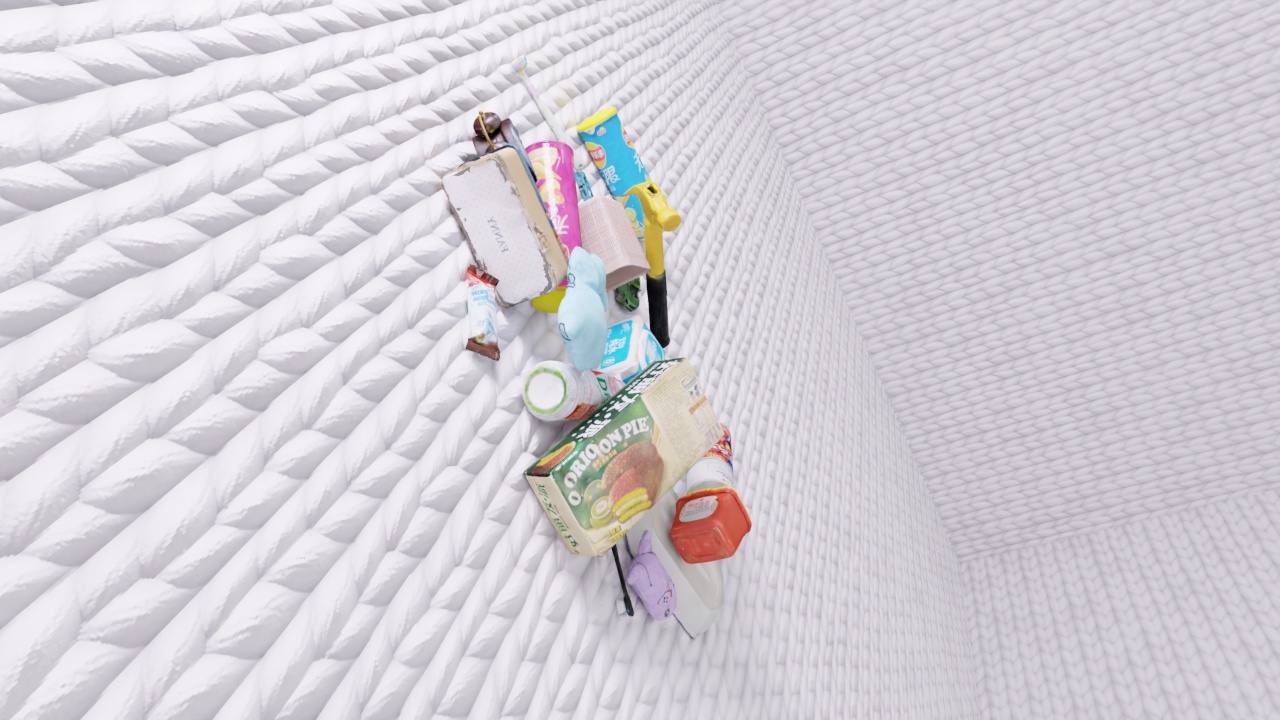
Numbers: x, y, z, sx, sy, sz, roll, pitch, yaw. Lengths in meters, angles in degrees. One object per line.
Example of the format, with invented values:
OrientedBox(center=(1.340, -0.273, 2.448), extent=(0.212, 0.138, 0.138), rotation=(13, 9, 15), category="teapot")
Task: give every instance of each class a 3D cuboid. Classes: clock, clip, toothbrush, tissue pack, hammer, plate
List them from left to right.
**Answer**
OrientedBox(center=(-0.166, -0.249, 1.098), extent=(0.122, 0.055, 0.082), rotation=(63, 4, -69), category="clock")
OrientedBox(center=(-0.134, -0.359, 1.354), extent=(0.020, 0.029, 0.189), rotation=(30, -23, 55), category="toothbrush")
OrientedBox(center=(-0.084, -0.261, 1.391), extent=(0.056, 0.014, 0.042), rotation=(67, 22, -5), category="clip")
OrientedBox(center=(-0.036, 0.217, 1.097), extent=(0.015, 0.018, 0.181), rotation=(34, 39, -63), category="toothbrush")
OrientedBox(center=(-0.008, 0.007, 1.274), extent=(0.090, 0.063, 0.139), rotation=(55, 27, -33), category="tissue pack")
OrientedBox(center=(0.022, -0.130, 1.331), extent=(0.301, 0.032, 0.128), rotation=(85, -21, -47), category="hammer")
OrientedBox(center=(0.051, 0.253, 1.238), extent=(0.266, 0.034, 0.161), rotation=(58, 25, -27), category="plate")

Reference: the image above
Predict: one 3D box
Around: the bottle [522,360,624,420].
OrientedBox(center=(-0.070, 0.038, 1.105), extent=(0.196, 0.068, 0.068), rotation=(8, 64, -68), category="bottle")

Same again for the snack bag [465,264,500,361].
OrientedBox(center=(-0.171, -0.051, 0.997), extent=(0.048, 0.026, 0.104), rotation=(26, 47, -43), category="snack bag")

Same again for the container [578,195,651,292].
OrientedBox(center=(-0.055, -0.162, 1.280), extent=(0.090, 0.090, 0.111), rotation=(0, 68, -66), category="container")

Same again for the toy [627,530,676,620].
OrientedBox(center=(0.016, 0.272, 1.131), extent=(0.108, 0.039, 0.083), rotation=(61, 32, -30), category="toy")

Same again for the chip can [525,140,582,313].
OrientedBox(center=(-0.109, -0.169, 1.155), extent=(0.071, 0.072, 0.210), rotation=(27, 52, -59), category="chip can")

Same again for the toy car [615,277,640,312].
OrientedBox(center=(-0.021, -0.118, 1.390), extent=(0.043, 0.036, 0.091), rotation=(23, 55, -62), category="toy car")

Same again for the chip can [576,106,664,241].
OrientedBox(center=(-0.023, -0.299, 1.487), extent=(0.210, 0.071, 0.071), rotation=(60, 24, -23), category="chip can")

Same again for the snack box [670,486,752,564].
OrientedBox(center=(0.088, 0.216, 1.193), extent=(0.082, 0.091, 0.079), rotation=(63, 30, -18), category="snack box")

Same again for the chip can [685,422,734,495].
OrientedBox(center=(0.101, 0.159, 1.341), extent=(0.071, 0.071, 0.214), rotation=(63, 12, -16), category="chip can")

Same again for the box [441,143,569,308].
OrientedBox(center=(-0.153, -0.157, 1.042), extent=(0.184, 0.090, 0.061), rotation=(69, 23, -15), category="box")

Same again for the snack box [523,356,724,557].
OrientedBox(center=(-0.012, 0.105, 1.046), extent=(0.239, 0.063, 0.114), rotation=(-40, 111, -35), category="snack box")

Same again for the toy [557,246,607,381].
OrientedBox(center=(-0.062, -0.054, 1.042), extent=(0.161, 0.050, 0.156), rotation=(16, 65, -76), category="toy")
